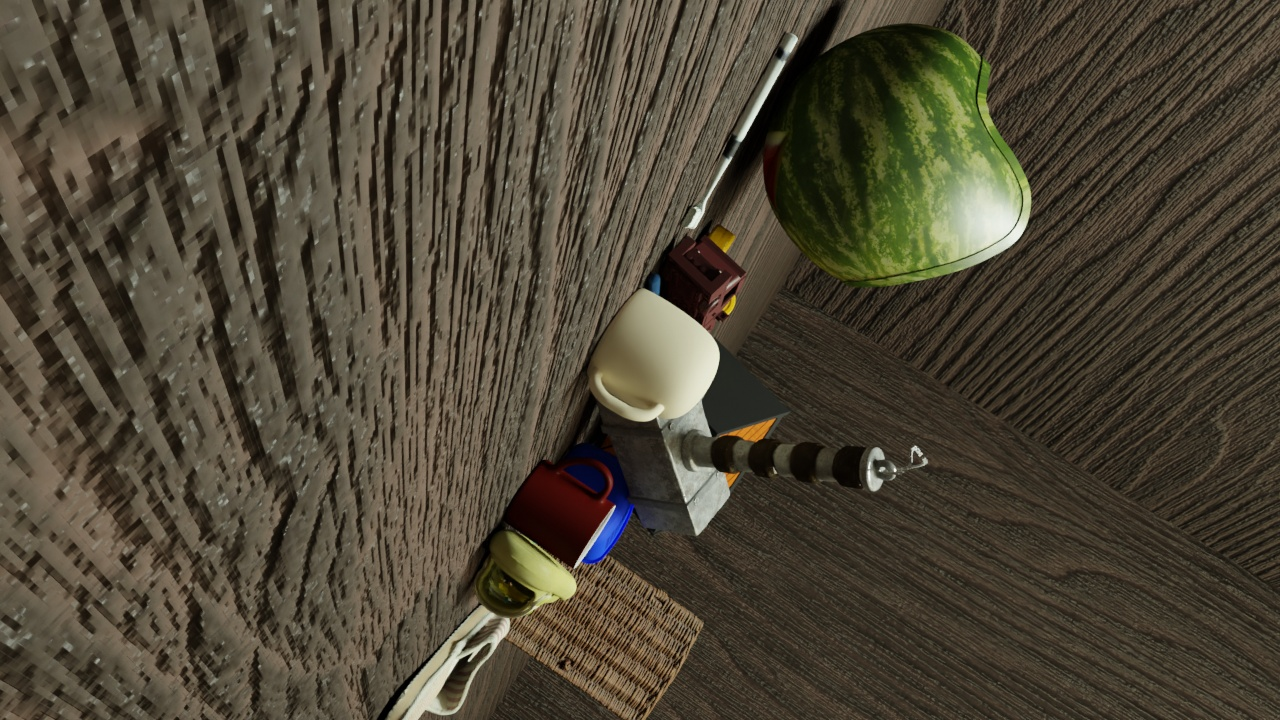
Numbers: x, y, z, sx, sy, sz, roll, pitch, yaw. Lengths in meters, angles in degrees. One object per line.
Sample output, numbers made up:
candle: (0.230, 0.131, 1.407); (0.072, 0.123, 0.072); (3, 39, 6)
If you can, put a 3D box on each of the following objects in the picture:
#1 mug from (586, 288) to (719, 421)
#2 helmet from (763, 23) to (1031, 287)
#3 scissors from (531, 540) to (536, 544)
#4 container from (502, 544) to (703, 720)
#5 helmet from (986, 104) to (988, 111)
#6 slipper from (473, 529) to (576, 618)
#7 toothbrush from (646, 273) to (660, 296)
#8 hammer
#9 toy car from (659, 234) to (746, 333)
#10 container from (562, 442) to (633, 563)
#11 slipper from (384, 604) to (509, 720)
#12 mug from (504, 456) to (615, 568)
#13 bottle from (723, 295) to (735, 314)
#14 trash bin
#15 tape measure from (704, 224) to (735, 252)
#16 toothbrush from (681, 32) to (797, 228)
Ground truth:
mug: (0.012, 0.008, 0.828); (0.119, 0.100, 0.096); (-52, 171, -35)
helmet: (0.244, -0.205, 0.928); (0.243, 0.247, 0.213); (-16, -172, -5)
scissors: (-0.106, 0.175, 1.088); (0.145, 0.019, 0.133); (-53, 173, -25)
container: (-0.069, 0.353, 1.270); (0.162, 0.250, 0.183); (-56, -179, -13)
helmet: (0.378, -0.289, 1.314); (0.251, 0.255, 0.232); (-64, 174, 34)
slipper: (-0.121, 0.225, 0.930); (0.081, 0.091, 0.191); (-53, 169, -14)
toothbrush: (0.011, -0.050, 0.909); (0.014, 0.014, 0.168); (-44, 169, -12)
hammer: (0.116, 0.094, 0.886); (0.079, 0.327, 0.177); (-43, 123, -42)
toy car: (0.059, -0.072, 0.912); (0.061, 0.070, 0.170); (-44, 170, -11)
container: (-0.058, 0.151, 1.000); (0.114, 0.096, 0.058); (-60, 170, -32)
slipper: (-0.205, 0.344, 1.017); (0.115, 0.052, 0.262); (-58, 173, 15)
mug: (-0.071, 0.136, 0.890); (0.106, 0.082, 0.073); (-60, 173, 19)
bottle: (0.069, -0.063, 1.060); (0.043, 0.043, 0.144); (-56, -173, -8)
trash bin: (0.054, 0.089, 1.123); (0.139, 0.139, 0.172); (-11, 139, -46)
tape measure: (0.075, -0.118, 0.988); (0.059, 0.030, 0.068); (-57, 179, 0)
toothbrush: (0.083, -0.194, 0.791); (0.187, 0.012, 0.017); (-61, 169, 25)
